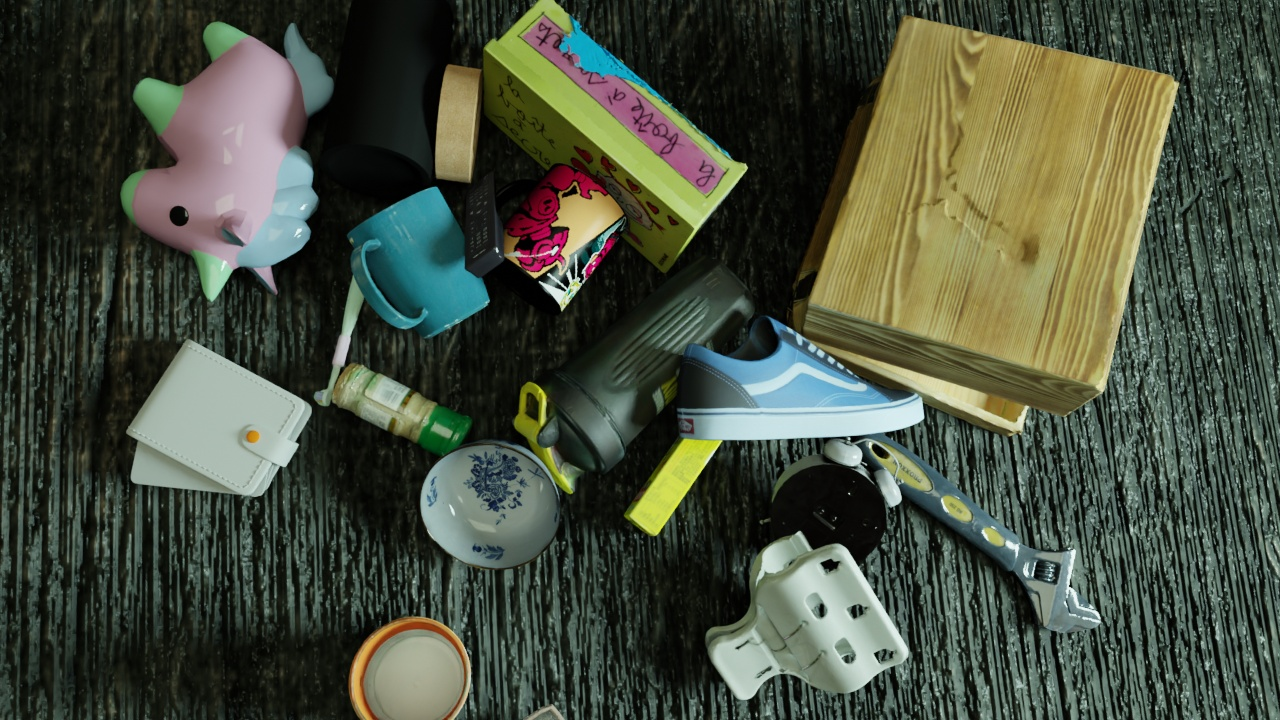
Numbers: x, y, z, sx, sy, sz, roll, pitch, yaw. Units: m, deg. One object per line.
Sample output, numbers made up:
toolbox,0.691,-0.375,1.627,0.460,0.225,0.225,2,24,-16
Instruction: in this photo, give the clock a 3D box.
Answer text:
clock,0.164,0.117,0.772,0.094,0.035,0.123,38,106,-4

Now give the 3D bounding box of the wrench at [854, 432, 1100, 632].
wrench,0.302,0.151,0.821,0.273,0.022,0.073,37,84,-2

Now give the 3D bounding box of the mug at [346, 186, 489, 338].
mug,-0.182,-0.070,0.737,0.085,0.111,0.104,-24,101,31

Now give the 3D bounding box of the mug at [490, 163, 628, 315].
mug,-0.086,-0.109,0.778,0.118,0.082,0.098,30,76,25

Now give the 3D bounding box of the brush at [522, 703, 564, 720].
brush,-0.054,0.340,0.727,0.050,0.015,0.135,-34,95,-6

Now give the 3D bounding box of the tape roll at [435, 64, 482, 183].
tape roll,-0.151,-0.197,0.767,0.027,0.094,0.094,7,80,-8

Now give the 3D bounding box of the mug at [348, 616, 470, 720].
mug,-0.168,0.237,0.681,0.082,0.105,0.082,3,70,-9

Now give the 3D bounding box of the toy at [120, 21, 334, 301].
toy,-0.313,-0.167,0.734,0.171,0.120,0.221,38,72,3

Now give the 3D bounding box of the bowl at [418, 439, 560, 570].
bowl,-0.117,0.108,0.737,0.114,0.045,0.114,2,112,4

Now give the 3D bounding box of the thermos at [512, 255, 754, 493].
thermos,-0.005,0.004,0.762,0.220,0.098,0.098,-42,89,-17

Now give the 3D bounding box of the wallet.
wallet,-0.337,0.060,0.725,0.118,0.037,0.115,28,78,0

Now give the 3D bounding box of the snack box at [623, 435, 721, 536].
snack box,0.041,0.081,0.780,0.029,0.040,0.147,37,77,-2

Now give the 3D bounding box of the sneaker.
sneaker,0.140,0.012,0.757,0.240,0.083,0.098,0,90,-28

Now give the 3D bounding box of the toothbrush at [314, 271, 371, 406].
toothbrush,-0.243,-0.037,0.766,0.015,0.022,0.154,21,76,-32

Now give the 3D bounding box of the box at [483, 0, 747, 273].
box,-0.029,-0.185,0.772,0.221,0.124,0.079,39,75,-3

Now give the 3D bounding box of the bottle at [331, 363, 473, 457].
bottle,-0.194,0.043,0.749,0.111,0.043,0.043,27,77,-3

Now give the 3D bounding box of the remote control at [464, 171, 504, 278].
remote control,-0.127,-0.114,0.751,0.032,0.136,0.015,-33,125,15

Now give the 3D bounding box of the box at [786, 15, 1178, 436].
box,0.276,-0.112,0.804,0.251,0.192,0.278,18,78,9

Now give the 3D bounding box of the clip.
clip,0.128,0.215,0.761,0.152,0.101,0.126,-27,103,23

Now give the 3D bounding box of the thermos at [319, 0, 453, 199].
thermos,-0.205,-0.243,0.763,0.086,0.086,0.198,7,71,-8
